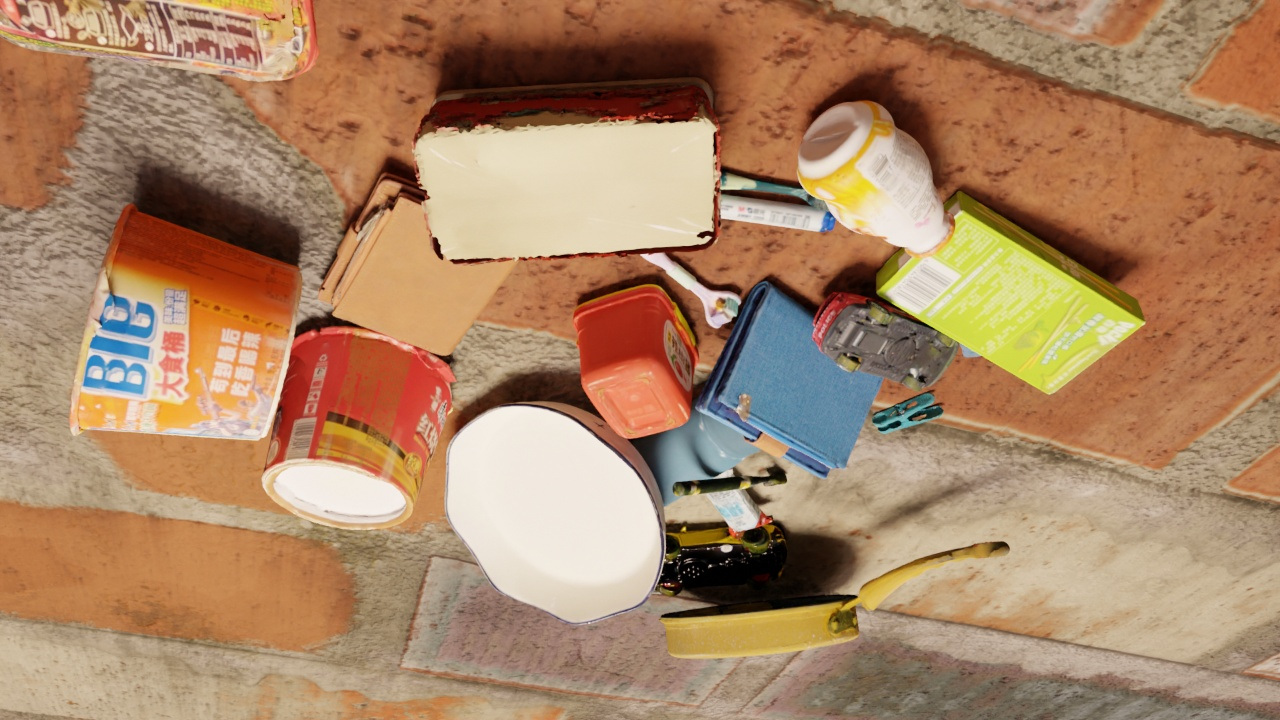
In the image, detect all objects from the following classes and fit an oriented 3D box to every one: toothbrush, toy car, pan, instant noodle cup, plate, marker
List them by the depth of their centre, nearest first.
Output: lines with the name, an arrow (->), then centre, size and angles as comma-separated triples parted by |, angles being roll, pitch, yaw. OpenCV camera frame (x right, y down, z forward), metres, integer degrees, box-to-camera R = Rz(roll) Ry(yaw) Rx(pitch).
instant noodle cup -> -0.228, -0.227, 0.405 | 0.164, 0.079, 0.189 | 7, 139, -7
toothbrush -> 0.042, -0.113, 0.574 | 0.191, 0.018, 0.016 | 7, 127, -7
marker -> 0.054, -0.099, 0.591 | 0.145, 0.016, 0.017 | 7, 138, -6
instant noodle cup -> -0.293, -0.016, 0.603 | 0.111, 0.151, 0.152 | 13, 138, -25
toothbrush -> -0.002, -0.080, 0.611 | 0.189, 0.021, 0.029 | 35, 98, -30
toy car -> 0.175, -0.016, 0.656 | 0.120, 0.045, 0.053 | 17, 116, -30
instant noodle cup -> -0.217, 0.057, 0.693 | 0.138, 0.108, 0.138 | 4, 145, 2
toothbrush -> 0.076, 0.101, 0.753 | 0.017, 0.012, 0.185 | -22, 165, 30
plate -> -0.068, 0.122, 0.760 | 0.205, 0.045, 0.205 | 11, 117, 21
pan -> 0.177, 0.228, 0.870 | 0.358, 0.078, 0.197 | -17, 164, 39
toy car -> 0.068, 0.192, 0.898 | 0.156, 0.041, 0.071 | -7, 128, 2

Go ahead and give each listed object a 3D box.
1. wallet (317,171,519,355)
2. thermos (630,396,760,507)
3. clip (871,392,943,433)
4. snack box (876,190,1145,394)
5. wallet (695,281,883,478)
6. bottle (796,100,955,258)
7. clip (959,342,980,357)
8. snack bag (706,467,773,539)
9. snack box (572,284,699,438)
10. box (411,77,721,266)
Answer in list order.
wallet -> -0.151, -0.061, 0.627 | 0.107, 0.031, 0.132 | 20, 135, -26
thermos -> 0.025, 0.084, 0.765 | 0.070, 0.070, 0.221 | 31, 130, -30
clip -> 0.218, 0.044, 0.753 | 0.056, 0.014, 0.041 | -23, 133, 23
snack box -> 0.249, -0.042, 0.624 | 0.156, 0.026, 0.086 | 27, 133, -11
wallet -> 0.114, 0.018, 0.673 | 0.133, 0.106, 0.040 | 29, 174, -28
bottle -> 0.144, -0.103, 0.548 | 0.108, 0.063, 0.063 | 33, 129, -31
clip -> 0.266, -0.014, 0.681 | 0.057, 0.028, 0.024 | -8, 134, 24
snack bag -> 0.081, 0.125, 0.831 | 0.045, 0.026, 0.105 | -22, 124, 22
snack box -> -0.004, 0.004, 0.661 | 0.082, 0.080, 0.091 | -15, 136, 18
box -> -0.039, -0.106, 0.523 | 0.168, 0.078, 0.091 | -3, 124, 1
